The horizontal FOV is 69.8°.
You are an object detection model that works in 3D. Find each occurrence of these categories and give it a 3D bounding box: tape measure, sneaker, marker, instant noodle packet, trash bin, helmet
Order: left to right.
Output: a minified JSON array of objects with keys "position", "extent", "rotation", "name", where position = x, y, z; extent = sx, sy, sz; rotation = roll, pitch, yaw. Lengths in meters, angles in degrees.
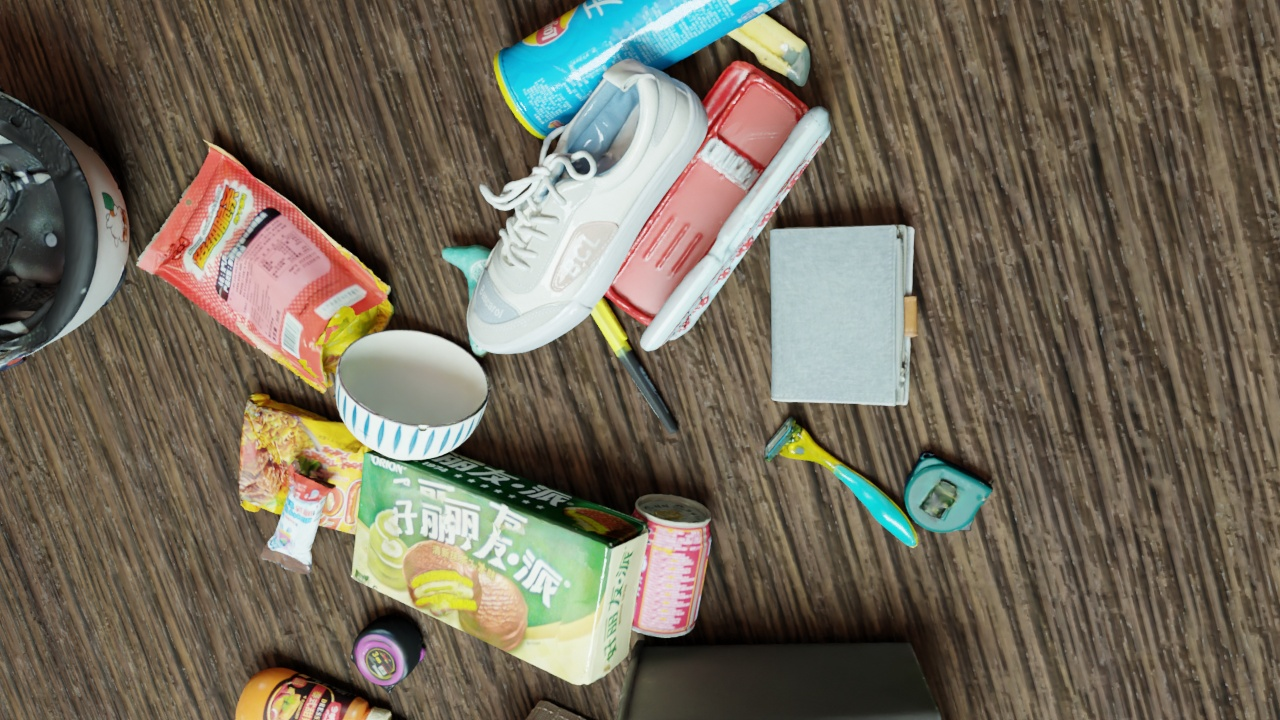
[{"position":[-0.536,-0.109,0.751],"extent":[0.274,0.156,0.230],"rotation":[-2,98,2],"name":"helmet"},{"position":[-0.282,0.093,0.788],"extent":[0.128,0.044,0.111],"rotation":[13,107,10],"name":"instant noodle packet"},{"position":[-0.220,0.253,0.804],"extent":[0.057,0.039,0.058],"rotation":[38,110,4],"name":"tape measure"},{"position":[-0.056,-0.101,0.638],"extent":[0.243,0.090,0.089],"rotation":[-50,61,17],"name":"sneaker"},{"position":[-0.004,0.004,0.721],"extent":[0.015,0.018,0.124],"rotation":[-31,93,21],"name":"marker"},{"position":[0.107,0.312,0.668],"extent":[0.220,0.198,0.199],"rotation":[-9,98,8],"name":"trash bin"},{"position":[0.225,0.101,0.683],"extent":[0.058,0.025,0.054],"rotation":[28,104,7],"name":"tape measure"}]

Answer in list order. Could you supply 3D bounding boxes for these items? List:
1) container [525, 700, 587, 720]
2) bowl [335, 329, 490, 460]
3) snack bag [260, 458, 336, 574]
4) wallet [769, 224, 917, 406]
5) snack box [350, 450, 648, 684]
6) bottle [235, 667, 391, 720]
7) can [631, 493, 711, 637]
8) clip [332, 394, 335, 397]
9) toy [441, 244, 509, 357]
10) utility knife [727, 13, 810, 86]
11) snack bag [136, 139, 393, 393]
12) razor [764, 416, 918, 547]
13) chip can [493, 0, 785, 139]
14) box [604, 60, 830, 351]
[{"position":[-0.076,0.350,0.751],"extent":[0.090,0.110,0.090],"rotation":[22,103,8],"name":"container"},{"position":[-0.182,0.036,0.723],"extent":[0.116,0.116,0.066],"rotation":[27,124,7],"name":"bowl"},{"position":[-0.283,0.131,0.762],"extent":[0.045,0.026,0.105],"rotation":[22,112,-3],"name":"snack bag"},{"position":[0.148,-0.033,0.672],"extent":[0.107,0.036,0.130],"rotation":[2,99,23],"name":"wallet"},{"position":[-0.116,0.150,0.719],"extent":[0.240,0.063,0.114],"rotation":[16,104,27],"name":"snack box"},{"position":[-0.281,0.322,0.822],"extent":[0.149,0.066,0.067],"rotation":[13,102,3],"name":"bottle"},{"position":[0.018,0.159,0.719],"extent":[0.066,0.066,0.094],"rotation":[11,102,10],"name":"can"},{"position":[-0.230,0.024,0.773],"extent":[0.058,0.026,0.037],"rotation":[-19,103,10],"name":"clip"},{"position":[-0.111,-0.046,0.733],"extent":[0.096,0.030,0.092],"rotation":[4,106,4],"name":"toy"},{"position":[0.050,-0.260,0.667],"extent":[0.182,0.019,0.031],"rotation":[36,101,9],"name":"utility knife"},{"position":[-0.310,-0.074,0.757],"extent":[0.208,0.073,0.129],"rotation":[36,101,10],"name":"snack bag"},{"position":[0.157,0.095,0.696],"extent":[0.132,0.028,0.043],"rotation":[38,129,7],"name":"razor"},{"position":[0.002,-0.235,0.640],"extent":[0.211,0.071,0.071],"rotation":[-24,94,21],"name":"chip can"},{"position":[0.041,-0.110,0.650],"extent":[0.094,0.100,0.201],"rotation":[37,105,3],"name":"box"}]
